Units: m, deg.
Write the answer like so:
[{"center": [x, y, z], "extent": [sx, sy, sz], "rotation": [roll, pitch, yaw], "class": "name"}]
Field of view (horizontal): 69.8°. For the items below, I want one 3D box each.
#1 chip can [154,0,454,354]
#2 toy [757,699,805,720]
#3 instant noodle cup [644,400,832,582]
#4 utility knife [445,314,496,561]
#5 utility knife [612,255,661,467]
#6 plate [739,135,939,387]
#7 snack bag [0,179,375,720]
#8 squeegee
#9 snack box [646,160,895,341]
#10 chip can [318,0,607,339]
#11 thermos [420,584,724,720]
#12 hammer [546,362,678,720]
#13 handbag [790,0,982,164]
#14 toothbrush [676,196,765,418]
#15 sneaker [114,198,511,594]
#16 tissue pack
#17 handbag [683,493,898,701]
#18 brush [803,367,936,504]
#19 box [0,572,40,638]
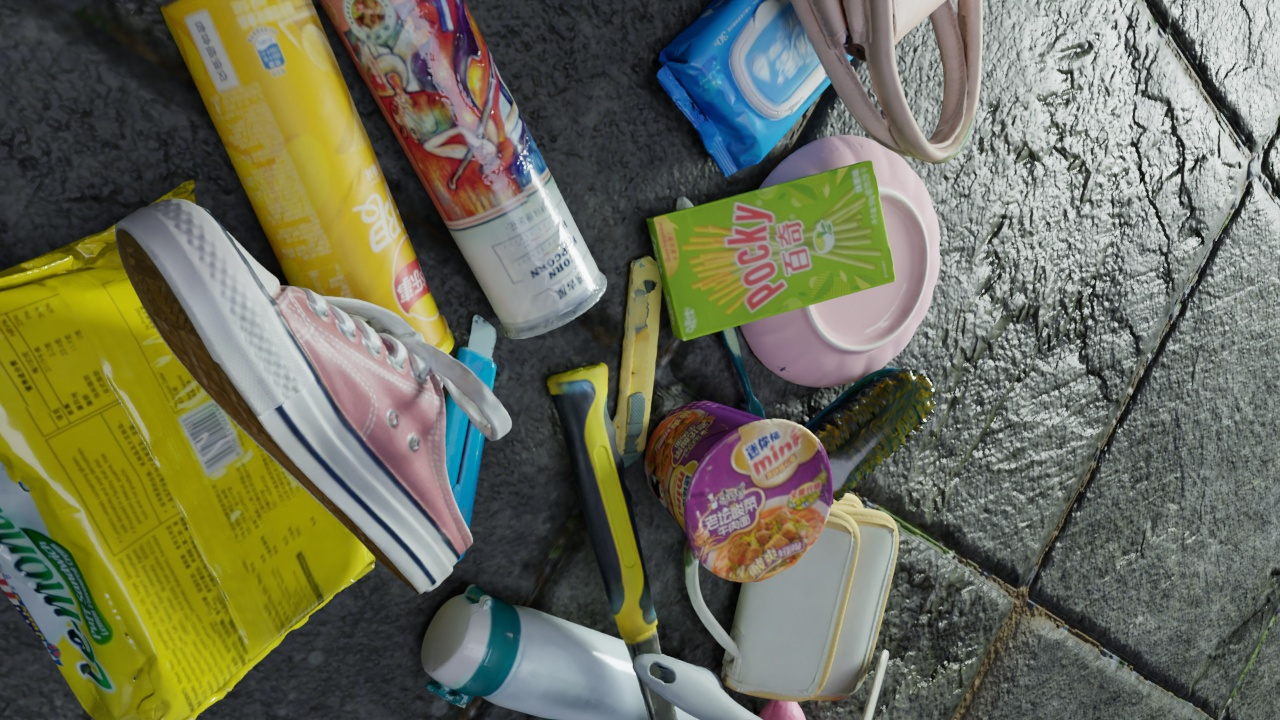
[{"center": [-0.169, -0.089, 0.478], "extent": [0.072, 0.072, 0.213], "rotation": [-28, 115, -21], "class": "chip can"}, {"center": [0.106, 0.354, 0.738], "extent": [0.194, 0.075, 0.178], "rotation": [19, 67, -44], "class": "toy"}, {"center": [0.058, 0.080, 0.630], "extent": [0.111, 0.099, 0.112], "rotation": [-7, 106, -24], "class": "instant noodle cup"}, {"center": [-0.114, 0.053, 0.578], "extent": [0.034, 0.018, 0.166], "rotation": [8, 97, -30], "class": "utility knife"}, {"center": [-0.004, 0.004, 0.630], "extent": [0.030, 0.018, 0.152], "rotation": [-3, 100, -35], "class": "utility knife"}, {"center": [0.157, -0.069, 0.684], "extent": [0.192, 0.039, 0.192], "rotation": [-8, 106, -27], "class": "plate"}, {"center": [-0.229, 0.051, 0.449], "extent": [0.157, 0.068, 0.247], "rotation": [-41, 121, -48], "class": "snack bag"}, {"center": [0.087, 0.259, 0.617], "extent": [0.246, 0.039, 0.245], "rotation": [43, 56, -27], "class": "squeegee"}, {"center": [0.089, -0.074, 0.617], "extent": [0.156, 0.026, 0.086], "rotation": [-15, 101, -8], "class": "snack box"}, {"center": [-0.095, -0.119, 0.512], "extent": [0.071, 0.071, 0.215], "rotation": [-35, 116, -17], "class": "chip can"}, {"center": [-0.044, 0.220, 0.632], "extent": [0.224, 0.073, 0.073], "rotation": [29, 88, -31], "class": "thermos"}, {"center": [-0.006, 0.162, 0.605], "extent": [0.125, 0.032, 0.323], "rotation": [-17, 94, -38], "class": "hammer"}, {"center": [0.171, -0.240, 0.586], "extent": [0.192, 0.093, 0.234], "rotation": [-43, 124, -38], "class": "handbag"}, {"center": [0.057, -0.028, 0.655], "extent": [0.016, 0.018, 0.192], "rotation": [-29, 113, -19], "class": "toothbrush"}, {"center": [-0.137, 0.013, 0.431], "extent": [0.087, 0.118, 0.241], "rotation": [-47, 134, -24], "class": "sneaker"}, {"center": [0.085, -0.206, 0.600], "extent": [0.157, 0.052, 0.095], "rotation": [-49, 121, -9], "class": "tissue pack"}, {"center": [0.110, 0.184, 0.716], "extent": [0.178, 0.063, 0.163], "rotation": [9, 97, -27], "class": "handbag"}, {"center": [0.155, 0.057, 0.696], "extent": [0.143, 0.073, 0.055], "rotation": [-38, 96, -13], "class": "brush"}, {"center": [-0.303, 0.071, 0.467], "extent": [0.074, 0.064, 0.164], "rotation": [-14, 111, 1], "class": "box"}]
